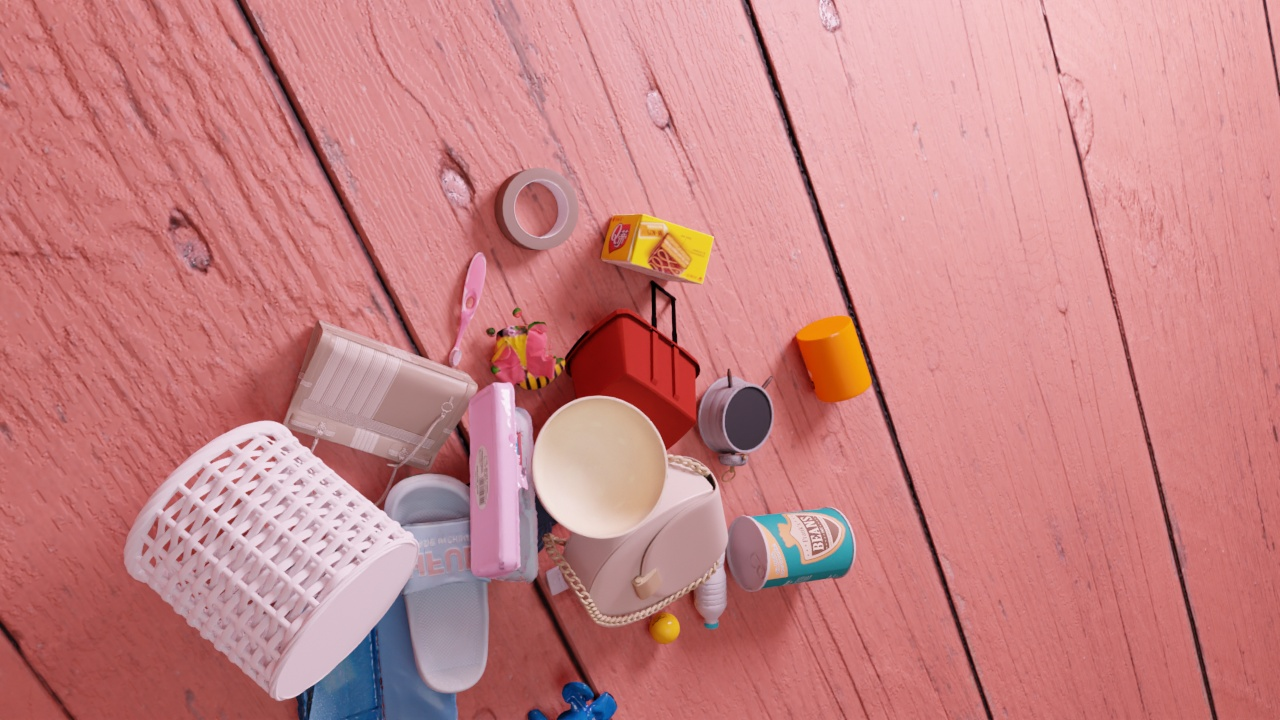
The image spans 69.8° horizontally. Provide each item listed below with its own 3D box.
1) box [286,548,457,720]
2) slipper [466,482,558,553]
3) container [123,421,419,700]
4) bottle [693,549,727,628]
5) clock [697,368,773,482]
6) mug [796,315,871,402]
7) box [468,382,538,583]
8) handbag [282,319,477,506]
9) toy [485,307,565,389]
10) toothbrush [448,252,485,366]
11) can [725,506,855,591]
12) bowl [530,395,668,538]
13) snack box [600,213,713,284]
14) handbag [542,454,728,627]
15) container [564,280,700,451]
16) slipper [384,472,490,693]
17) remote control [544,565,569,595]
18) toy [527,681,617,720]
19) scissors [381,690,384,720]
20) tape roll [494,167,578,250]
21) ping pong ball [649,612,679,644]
[{"bbox_3d":[-0.297,0.316,1.015,0.175,0.060,0.232,-4,93,-18],"label":"box"},{"bbox_3d":[-0.166,0.193,1.060,0.265,0.083,0.109,-26,109,-18],"label":"slipper"},{"bbox_3d":[-0.342,0.186,0.869,0.187,0.189,0.189,36,77,11],"label":"container"},{"bbox_3d":[0.093,0.291,1.227,0.044,0.044,0.136,-7,100,-26],"label":"bottle"},{"bbox_3d":[0.124,0.088,1.210,0.103,0.056,0.148,9,88,-37],"label":"clock"},{"bbox_3d":[0.274,-0.010,1.270,0.112,0.078,0.096,-42,116,-47],"label":"mug"},{"bbox_3d":[-0.134,0.133,0.989,0.101,0.111,0.201,9,67,-35],"label":"box"},{"bbox_3d":[-0.302,0.080,1.002,0.175,0.062,0.198,22,95,-27],"label":"handbag"},{"bbox_3d":[-0.134,-0.005,1.071,0.084,0.046,0.103,-41,122,-3],"label":"toy"},{"bbox_3d":[-0.198,-0.058,1.049,0.021,0.016,0.135,14,91,-28],"label":"toothbrush"},{"bbox_3d":[0.203,0.255,1.247,0.143,0.099,0.099,-1,97,-27],"label":"can"},{"bbox_3d":[-0.053,0.118,0.997,0.150,0.075,0.150,4,77,-19],"label":"bowl"},{"bbox_3d":[0.020,-0.135,1.112,0.105,0.084,0.061,13,91,-29],"label":"snack box"},{"bbox_3d":[0.004,0.220,1.108,0.208,0.103,0.211,-34,145,-14],"label":"handbag"},{"bbox_3d":[-0.007,0.007,1.113,0.148,0.200,0.127,35,117,-26],"label":"container"},{"bbox_3d":[-0.207,0.240,0.979,0.104,0.074,0.245,-8,96,-21],"label":"slipper"},{"bbox_3d":[-0.060,0.254,1.161,0.130,0.012,0.033,-22,113,-23],"label":"remote control"},{"bbox_3d":[-0.105,0.461,1.137,0.176,0.071,0.113,-32,121,-20],"label":"toy"},{"bbox_3d":[-0.319,0.388,1.046,0.153,0.014,0.131,12,91,-31],"label":"scissors"},{"bbox_3d":[-0.120,-0.175,1.065,0.093,0.030,0.094,-4,98,-27],"label":"tape roll"},{"bbox_3d":[0.031,0.352,1.205,0.040,0.040,0.040,-4,98,-27],"label":"ping pong ball"}]
